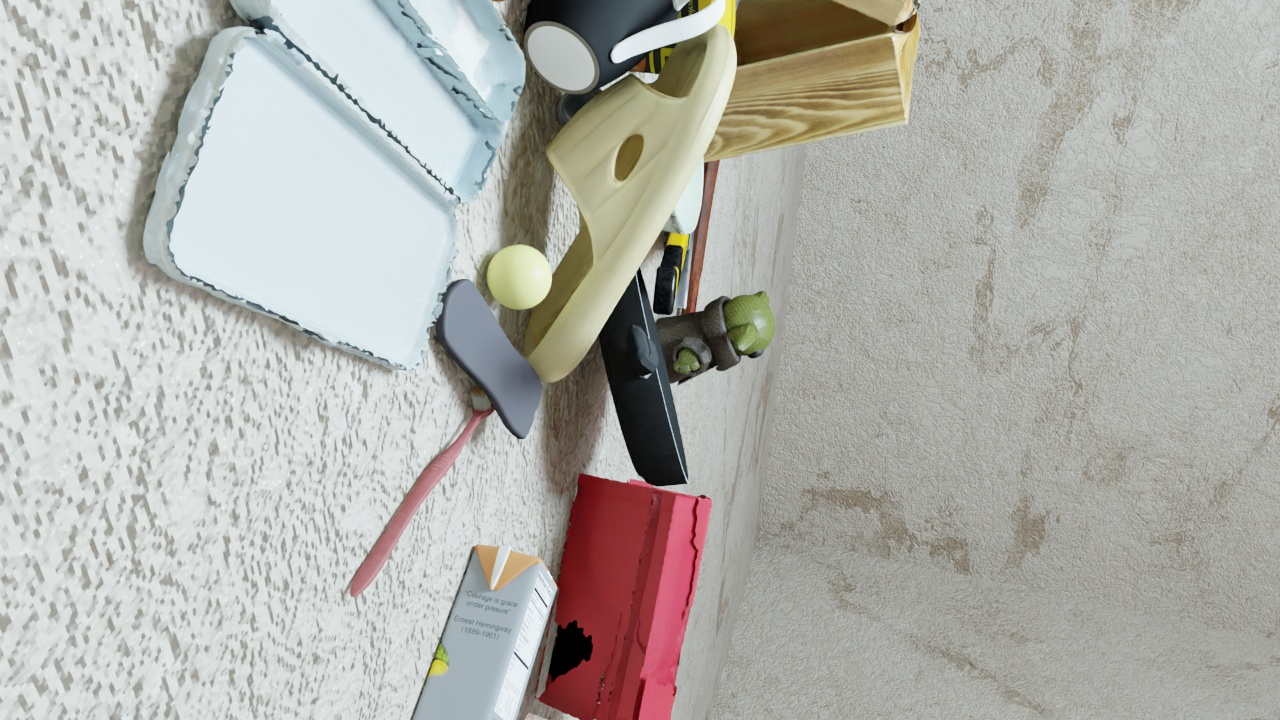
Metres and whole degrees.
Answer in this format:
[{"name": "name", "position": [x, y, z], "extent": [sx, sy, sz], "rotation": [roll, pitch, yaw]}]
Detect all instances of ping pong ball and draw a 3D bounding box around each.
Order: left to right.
[{"name": "ping pong ball", "position": [-0.075, -0.052, 0.568], "extent": [0.040, 0.040, 0.040], "rotation": [10, 89, -77]}]

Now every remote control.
[{"name": "remote control", "position": [-0.091, 0.000, 0.558], "extent": [0.124, 0.009, 0.046], "rotation": [62, 35, -50]}]

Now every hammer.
[{"name": "hammer", "position": [0.034, -0.102, 0.913], "extent": [0.323, 0.034, 0.170], "rotation": [-74, 169, -70]}, {"name": "hammer", "position": [0.071, -0.126, 1.178], "extent": [0.111, 0.028, 0.301], "rotation": [-14, 113, -77]}]

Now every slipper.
[{"name": "slipper", "position": [-0.029, -0.106, 0.595], "extent": [0.262, 0.079, 0.111], "rotation": [-61, -156, 15]}]

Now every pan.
[{"name": "pan", "position": [-0.004, 0.004, 0.707], "extent": [0.355, 0.044, 0.204], "rotation": [37, 40, -85]}]

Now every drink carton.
[{"name": "drink carton", "position": [-0.101, 0.194, 0.616], "extent": [0.076, 0.048, 0.124], "rotation": [78, 25, -58]}]

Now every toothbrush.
[{"name": "toothbrush", "position": [-0.118, 0.063, 0.528], "extent": [0.183, 0.015, 0.016], "rotation": [-64, 156, -49]}]

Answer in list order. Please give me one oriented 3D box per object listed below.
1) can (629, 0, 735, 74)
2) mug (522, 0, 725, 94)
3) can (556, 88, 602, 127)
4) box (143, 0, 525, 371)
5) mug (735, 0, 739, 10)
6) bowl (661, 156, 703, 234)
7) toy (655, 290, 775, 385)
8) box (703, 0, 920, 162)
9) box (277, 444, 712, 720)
[{"name": "can", "position": [0.010, -0.267, 0.639], "extent": [0.131, 0.101, 0.072], "rotation": [83, 21, -51]}, {"name": "mug", "position": [-0.011, -0.212, 0.560], "extent": [0.100, 0.119, 0.085], "rotation": [-61, 154, -29]}, {"name": "can", "position": [-0.033, -0.165, 0.672], "extent": [0.079, 0.038, 0.038], "rotation": [55, 46, -72]}, {"name": "box", "position": [-0.116, -0.099, 0.397], "extent": [0.209, 0.038, 0.190], "rotation": [38, 70, -75]}, {"name": "mug", "position": [0.034, -0.320, 0.792], "extent": [0.116, 0.080, 0.107], "rotation": [60, 31, -28]}, {"name": "bowl", "position": [0.014, -0.168, 0.806], "extent": [0.117, 0.061, 0.117], "rotation": [2, 89, -74]}, {"name": "toy", "position": [0.080, -0.025, 1.050], "extent": [0.078, 0.153, 0.179], "rotation": [66, 23, -15]}, {"name": "box", "position": [0.177, -0.399, 0.960], "extent": [0.278, 0.270, 0.264], "rotation": [-64, 144, -50]}, {"name": "box", "position": [-0.050, 0.195, 0.694], "extent": [0.467, 0.138, 0.214], "rotation": [24, 77, -69]}]
